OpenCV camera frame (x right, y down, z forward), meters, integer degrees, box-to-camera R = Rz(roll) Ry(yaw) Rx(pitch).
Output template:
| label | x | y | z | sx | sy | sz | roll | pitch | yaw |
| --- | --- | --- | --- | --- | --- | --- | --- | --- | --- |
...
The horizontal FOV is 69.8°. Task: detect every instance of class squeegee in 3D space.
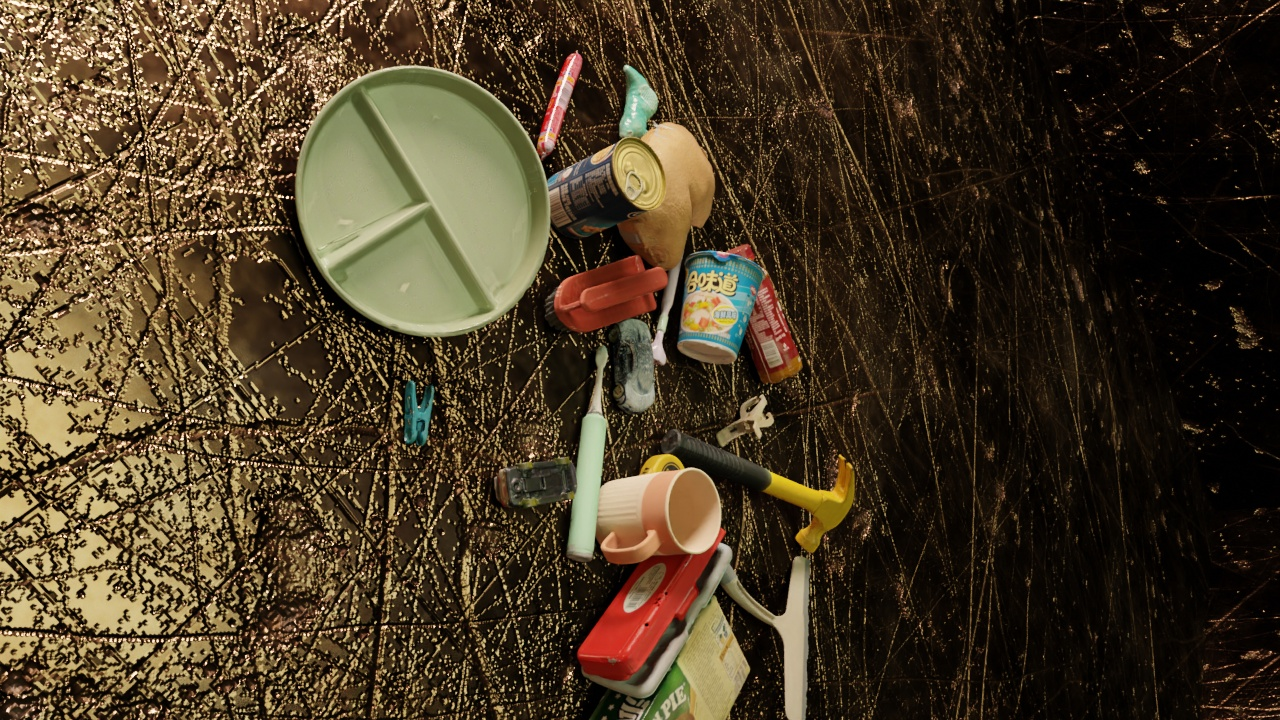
| label | x | y | z | sx | sy | sz | roll | pitch | yaw |
| --- | --- | --- | --- | --- | --- | --- | --- | --- | --- |
| squeegee | 0.109 | 0.252 | 1.051 | 0.246 | 0.039 | 0.245 | 48 | 31 | -22 |

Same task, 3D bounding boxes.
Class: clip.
| label | x | y | z | sx | sy | sz | roll | pitch | yaw |
| --- | --- | --- | --- | --- | --- | --- | --- | --- | --- |
| clip | 0.133 | 0.076 | 1.128 | 0.098 | 0.064 | 0.034 | -40 | 111 | -54 |
| clip | -0.192 | 0.045 | 0.787 | 0.041 | 0.014 | 0.056 | 20 | 64 | -43 |

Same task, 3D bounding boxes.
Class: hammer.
| label | x | y | z | sx | sy | sz | roll | pitch | yaw |
| --- | --- | --- | --- | --- | --- | --- | --- | --- | --- |
| hammer | 0.146 | 0.142 | 1.094 | 0.300 | 0.033 | 0.129 | 24 | 106 | -34 |

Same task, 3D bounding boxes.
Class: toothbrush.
| label | x | y | z | sx | sy | sz | roll | pitch | yaw |
| --- | --- | --- | --- | --- | --- | --- | --- | --- | --- |
| toothbrush | 0.033 | -0.078 | 1.067 | 0.029 | 0.021 | 0.188 | 19 | 61 | -9 |
| toothbrush | -0.050 | 0.089 | 0.925 | 0.027 | 0.026 | 0.224 | 77 | 17 | -69 |

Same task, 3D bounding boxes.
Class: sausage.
| label | x | y | z | sx | sy | sz | roll | pitch | yaw |
| --- | --- | --- | --- | --- | --- | --- | --- | --- | --- |
| sausage | -0.087 | -0.275 | 0.983 | 0.020 | 0.020 | 0.155 | 36 | 55 | -37 |

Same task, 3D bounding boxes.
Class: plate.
| label | x | y | z | sx | sy | sz | roll | pitch | yaw |
| --- | --- | --- | --- | --- | --- | --- | --- | --- | --- |
| plate | -0.183 | -0.134 | 0.792 | 0.229 | 0.028 | 0.230 | -2 | 93 | -36 |

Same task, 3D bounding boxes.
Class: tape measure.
| label | x | y | z | sx | sy | sz | roll | pitch | yaw |
| --- | --- | --- | --- | --- | --- | --- | --- | --- | --- |
| tape measure | 0.023 | 0.131 | 0.994 | 0.060 | 0.029 | 0.057 | 55 | 46 | -23 |

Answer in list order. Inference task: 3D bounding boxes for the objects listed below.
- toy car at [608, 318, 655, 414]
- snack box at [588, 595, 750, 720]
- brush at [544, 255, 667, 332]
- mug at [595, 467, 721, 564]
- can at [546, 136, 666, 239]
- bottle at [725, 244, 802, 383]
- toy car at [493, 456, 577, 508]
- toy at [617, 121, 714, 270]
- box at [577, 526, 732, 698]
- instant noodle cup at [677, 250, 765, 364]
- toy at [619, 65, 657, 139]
| label | x | y | z | sx | sy | sz | roll | pitch | yaw |
| --- | --- | --- | --- | --- | --- | --- | --- | --- | --- |
| toy car | -0.006 | 0.006 | 0.992 | 0.048 | 0.031 | 0.105 | 6 | 77 | -47 |
| snack box | 0.020 | 0.351 | 0.896 | 0.239 | 0.063 | 0.114 | -50 | 124 | -42 |
| brush | -0.035 | -0.068 | 0.950 | 0.145 | 0.069 | 0.063 | -23 | 96 | -49 |
| mug | 0.006 | 0.161 | 0.907 | 0.114 | 0.106 | 0.082 | -42 | 111 | -45 |
| can | -0.039 | -0.174 | 0.942 | 0.075 | 0.111 | 0.075 | 15 | 69 | -43 |
| bottle | 0.150 | -0.059 | 1.163 | 0.057 | 0.058 | 0.175 | -34 | 106 | -47 |
| toy car | -0.096 | 0.115 | 0.860 | 0.090 | 0.035 | 0.042 | -1 | 82 | -49 |
| toy | 0.041 | -0.210 | 1.068 | 0.225 | 0.083 | 0.143 | -58 | 143 | -40 |
| box | 0.019 | 0.245 | 0.917 | 0.068 | 0.091 | 0.200 | 58 | 45 | -19 |
| instant noodle cup | 0.087 | -0.058 | 1.073 | 0.099 | 0.099 | 0.109 | 28 | 69 | -41 |
| toy | -0.001 | -0.283 | 1.077 | 0.096 | 0.030 | 0.091 | 38 | 59 | -45 |
